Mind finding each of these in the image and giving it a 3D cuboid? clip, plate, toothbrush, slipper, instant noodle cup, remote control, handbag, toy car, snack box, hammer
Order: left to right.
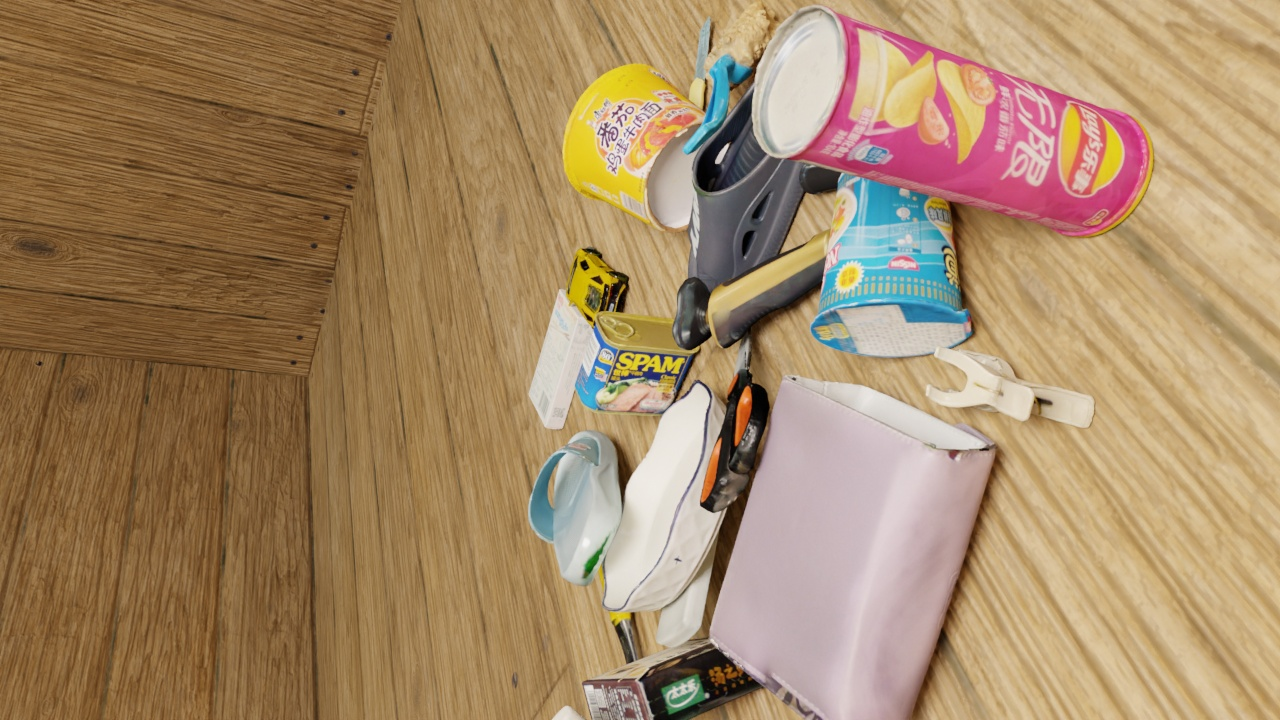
[{"bbox_3d":[-0.100,-0.001,1.149,0.084,0.026,0.157,54,131,54],"label":"snack box"},{"bbox_3d":[-0.070,0.139,0.903,0.245,0.074,0.104,-113,48,-74],"label":"slipper"},{"bbox_3d":[-0.058,-0.085,1.073,0.156,0.041,0.071,50,127,57],"label":"toy car"},{"bbox_3d":[-0.020,0.246,0.931,0.126,0.031,0.322,-59,35,39],"label":"hammer"},{"bbox_3d":[0.013,-0.191,0.853,0.110,0.137,0.138,41,121,37],"label":"instant noodle cup"},{"bbox_3d":[0.027,0.120,0.783,0.205,0.045,0.204,-62,10,18],"label":"plate"},{"bbox_3d":[0.030,0.254,0.732,0.126,0.113,0.053,-32,72,57],"label":"snack box"},{"bbox_3d":[0.046,0.166,0.773,0.058,0.021,0.149,-54,15,49],"label":"remote control"},{"bbox_3d":[0.083,-0.164,0.773,0.269,0.083,0.110,-65,30,29],"label":"slipper"},{"bbox_3d":[0.135,0.122,0.584,0.145,0.098,0.197,35,114,62],"label":"handbag"},{"bbox_3d":[0.162,-0.069,0.593,0.099,0.099,0.109,-28,51,58],"label":"instant noodle cup"},{"bbox_3d":[0.183,-0.139,0.630,0.213,0.027,0.026,5,126,63],"label":"toothbrush"},{"bbox_3d":[0.206,0.018,0.532,0.100,0.071,0.035,-148,68,-64],"label":"clip"}]

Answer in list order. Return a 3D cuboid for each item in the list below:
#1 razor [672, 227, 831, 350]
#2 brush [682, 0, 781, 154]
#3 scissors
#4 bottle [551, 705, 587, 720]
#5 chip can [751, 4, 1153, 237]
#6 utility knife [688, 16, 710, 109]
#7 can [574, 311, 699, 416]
[{"bbox_3d":[0.092,-0.059,0.736,0.168,0.062,0.067,-29,92,41],"label":"razor"},{"bbox_3d":[0.069,-0.224,0.739,0.083,0.046,0.253,-44,15,36],"label":"brush"},{"bbox_3d":[0.084,0.017,0.696,0.142,0.021,0.234,116,175,-50],"label":"scissors"},{"bbox_3d":[0.011,0.330,0.678,0.079,0.195,0.044,-53,4,-39],"label":"bottle"},{"bbox_3d":[0.161,-0.116,0.464,0.072,0.210,0.071,-24,62,59],"label":"chip can"},{"bbox_3d":[0.053,-0.236,0.915,0.031,0.022,0.210,7,96,58],"label":"utility knife"},{"bbox_3d":[-0.005,0.005,0.884,0.057,0.102,0.083,-117,40,-48],"label":"can"}]
